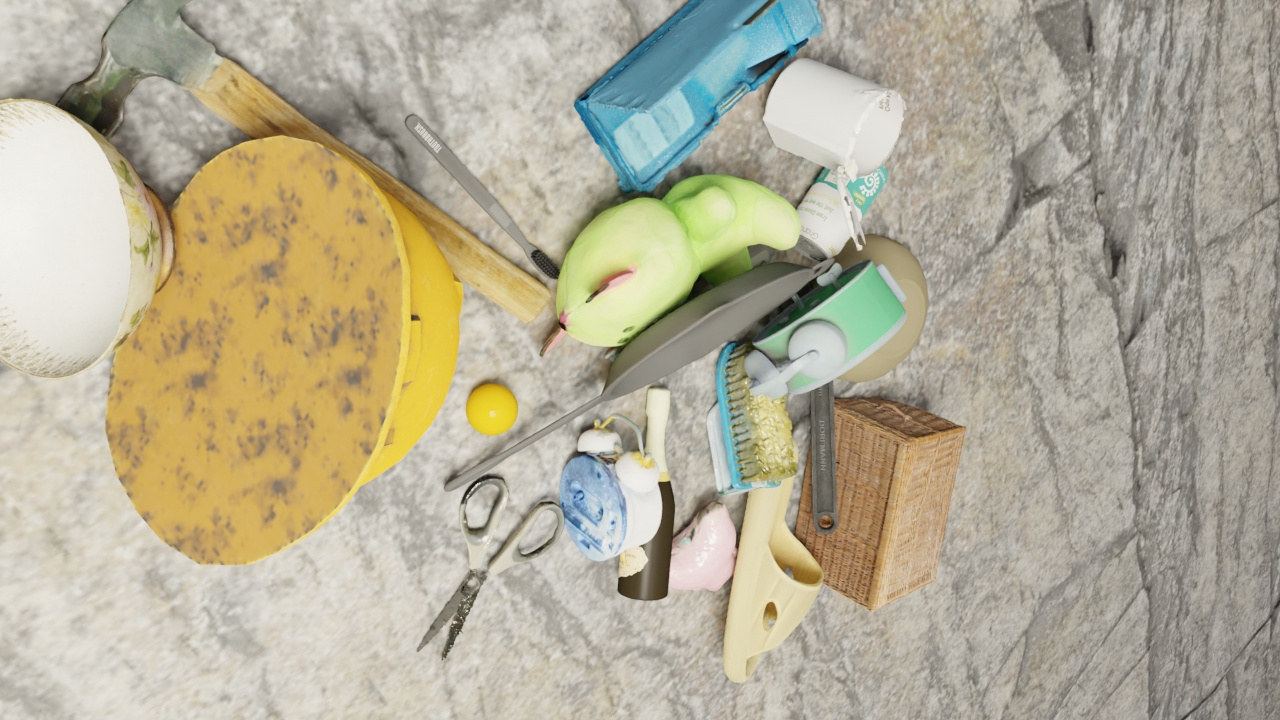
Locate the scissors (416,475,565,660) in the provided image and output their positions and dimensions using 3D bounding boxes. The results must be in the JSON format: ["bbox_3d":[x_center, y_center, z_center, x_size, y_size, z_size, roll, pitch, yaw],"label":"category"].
[{"bbox_3d":[-0.135,0.166,0.754,0.164,0.012,0.150,-27,114,-12],"label":"scissors"}]

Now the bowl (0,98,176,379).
[{"bbox_3d":[-0.308,-0.066,0.504,0.063,0.145,0.145,-26,127,-68],"label":"bowl"}]

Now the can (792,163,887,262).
[{"bbox_3d":[0.179,-0.144,0.840,0.055,0.055,0.101,39,82,-37],"label":"can"}]

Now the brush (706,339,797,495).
[{"bbox_3d":[0.093,0.050,0.838,0.055,0.076,0.135,3,72,-36],"label":"brush"}]

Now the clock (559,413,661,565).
[{"bbox_3d":[-0.023,0.105,0.763,0.051,0.089,0.125,-7,117,-39],"label":"clock"}]

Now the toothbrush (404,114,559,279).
[{"bbox_3d":[-0.113,-0.116,0.675,0.012,0.013,0.167,-50,124,-10],"label":"toothbrush"}]

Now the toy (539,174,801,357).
[{"bbox_3d":[0.014,-0.081,0.711,0.196,0.150,0.107,-16,77,-28],"label":"toy"}]

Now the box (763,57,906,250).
[{"bbox_3d":[0.157,-0.171,0.757,0.136,0.147,0.084,-52,145,-9],"label":"box"}]

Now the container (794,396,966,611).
[{"bbox_3d":[0.245,0.140,0.947,0.112,0.114,0.199,-7,111,-38],"label":"container"}]

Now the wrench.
[{"bbox_3d":[0.176,0.040,0.887,0.073,0.018,0.273,-2,104,9],"label":"wrench"}]

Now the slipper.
[{"bbox_3d":[0.137,0.200,0.892,0.111,0.079,0.261,-18,116,-65],"label":"slipper"}]

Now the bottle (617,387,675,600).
[{"bbox_3d":[0.009,0.116,0.811,0.045,0.045,0.184,3,92,-36],"label":"bottle"}]

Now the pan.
[{"bbox_3d":[-0.005,0.004,0.728,0.354,0.216,0.024,-31,82,-2],"label":"pan"}]

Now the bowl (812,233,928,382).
[{"bbox_3d":[0.237,-0.047,0.915,0.152,0.050,0.152,-12,112,-31],"label":"bowl"}]

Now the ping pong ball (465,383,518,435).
[{"bbox_3d":[-0.114,0.038,0.707,0.040,0.040,0.040,-12,112,-31],"label":"ping pong ball"}]

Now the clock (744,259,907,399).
[{"bbox_3d":[0.147,-0.022,0.776,0.161,0.122,0.075,-39,94,-35],"label":"clock"}]

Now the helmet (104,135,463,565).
[{"bbox_3d":[-0.195,-0.004,0.564,0.256,0.205,0.131,-50,161,19],"label":"helmet"}]

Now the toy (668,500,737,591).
[{"bbox_3d":[0.060,0.187,0.872,0.099,0.053,0.096,-45,132,-3],"label":"toy"}]

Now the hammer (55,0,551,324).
[{"bbox_3d":[-0.184,-0.119,0.613,0.330,0.033,0.132,36,83,-38],"label":"hammer"}]

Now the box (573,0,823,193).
[{"bbox_3d":[0.073,-0.229,0.701,0.231,0.112,0.094,-44,124,-15],"label":"box"}]

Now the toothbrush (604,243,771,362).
[{"bbox_3d":[0.041,-0.052,0.796,0.185,0.022,0.024,-35,104,-22],"label":"toothbrush"}]
